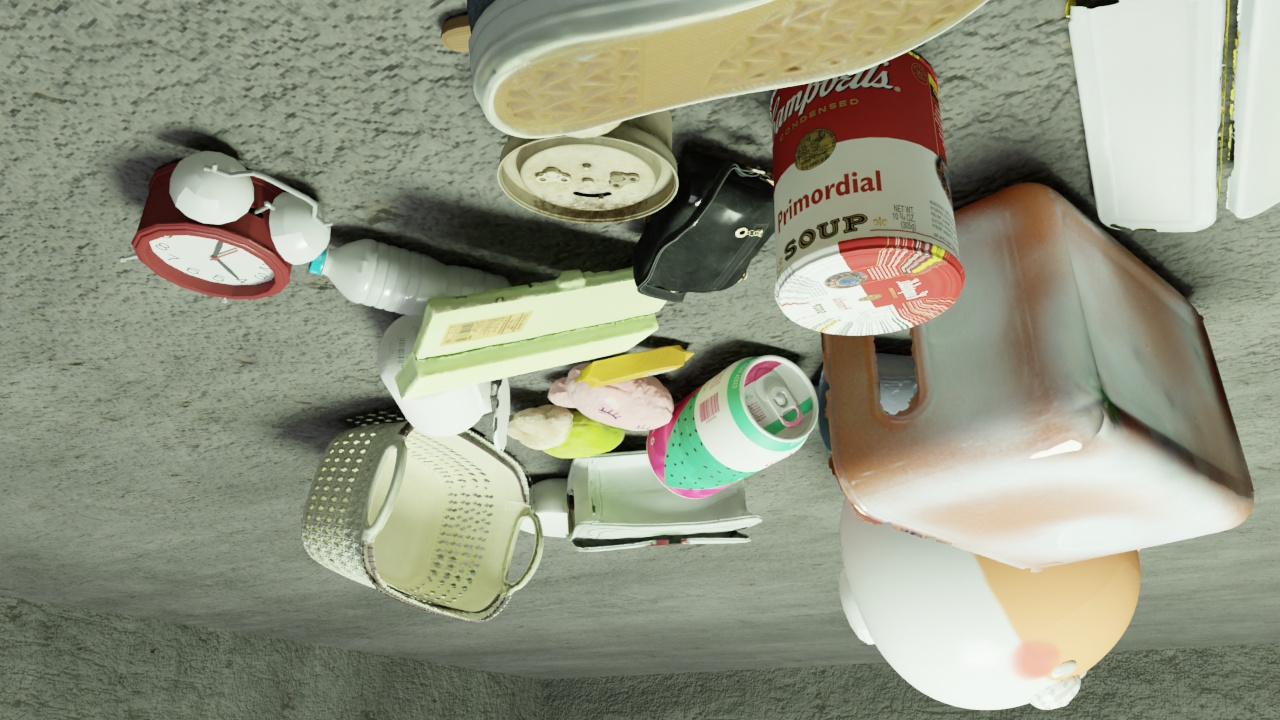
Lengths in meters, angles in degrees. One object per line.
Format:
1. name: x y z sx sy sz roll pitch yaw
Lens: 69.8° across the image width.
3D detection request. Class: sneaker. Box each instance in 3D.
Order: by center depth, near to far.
1. sneaker: 0.043 -0.158 0.360 0.235 0.079 0.087 -17 164 -1

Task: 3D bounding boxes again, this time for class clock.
1. clock: -0.026 -0.120 0.462 0.093 0.054 0.141 1 162 1
2. clock: -0.255 -0.082 0.568 0.138 0.048 0.096 -17 149 38

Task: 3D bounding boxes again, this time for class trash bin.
1. trash bin: 0.258 0.020 0.595 0.259 0.181 0.158 22 147 -35

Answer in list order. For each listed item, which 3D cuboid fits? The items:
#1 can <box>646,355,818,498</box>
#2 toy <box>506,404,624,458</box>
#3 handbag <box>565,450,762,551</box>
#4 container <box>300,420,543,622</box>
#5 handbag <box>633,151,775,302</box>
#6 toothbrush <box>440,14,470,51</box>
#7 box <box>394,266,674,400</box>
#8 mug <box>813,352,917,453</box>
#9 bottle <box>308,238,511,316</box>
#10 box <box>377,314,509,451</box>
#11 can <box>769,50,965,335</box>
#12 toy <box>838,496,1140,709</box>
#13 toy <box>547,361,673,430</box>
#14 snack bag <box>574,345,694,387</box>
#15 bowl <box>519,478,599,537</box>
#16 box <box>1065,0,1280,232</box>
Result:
1. can: 0.076 0.060 0.798 0.088 0.088 0.166 13 153 -22
2. toy: -0.077 0.067 0.874 0.117 0.043 0.092 16 158 -37
3. handbag: 0.020 0.156 0.989 0.198 0.096 0.142 -2 159 -9
4. container: -0.225 0.162 0.951 0.143 0.184 0.251 2 157 29
5. handbag: 0.044 -0.075 0.556 0.079 0.054 0.129 6 153 -17
6. toothbrush: -0.015 -0.162 0.419 0.167 0.016 0.016 -4 155 16
7. box: -0.067 -0.021 0.632 0.186 0.030 0.139 -12 164 -30
8. mug: 0.203 0.035 0.762 0.104 0.084 0.124 2 179 -5
9. bottle: -0.155 -0.052 0.629 0.136 0.044 0.044 14 153 -24
10. box: -0.156 0.026 0.756 0.094 0.084 0.166 -4 157 -6
11. can: 0.109 -0.083 0.455 0.086 0.116 0.087 2 155 1
12. toy: 0.330 0.191 0.862 0.281 0.265 0.262 -27 148 20
13. toy: -0.029 0.032 0.798 0.108 0.053 0.105 20 165 -35
14. snack bag: -0.004 0.004 0.736 0.099 0.020 0.026 -12 172 -21
15. bowl: -0.093 0.174 1.101 0.115 0.050 0.115 2 155 1
16. box: 0.281 -0.129 0.443 0.128 0.045 0.209 -14 150 25
